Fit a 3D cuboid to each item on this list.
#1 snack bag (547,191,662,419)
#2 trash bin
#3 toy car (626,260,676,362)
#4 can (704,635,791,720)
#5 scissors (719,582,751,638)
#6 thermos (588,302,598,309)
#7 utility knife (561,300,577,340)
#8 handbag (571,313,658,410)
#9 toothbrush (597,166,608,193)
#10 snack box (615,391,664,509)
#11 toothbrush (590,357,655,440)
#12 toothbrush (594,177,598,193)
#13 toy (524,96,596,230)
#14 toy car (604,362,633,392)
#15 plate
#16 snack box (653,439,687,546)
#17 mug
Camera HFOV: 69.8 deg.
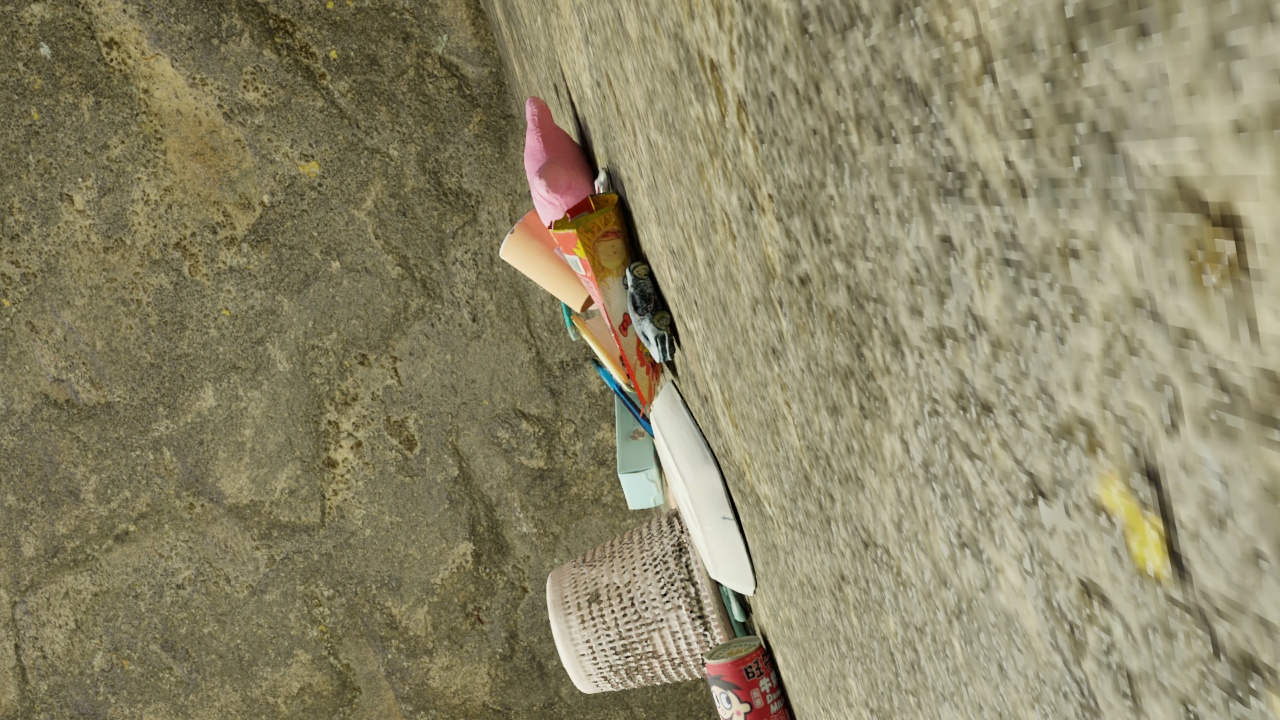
[{"bbox_3d":[-0.022,-0.057,0.919,0.128,0.073,0.208,-86,-24,-62],"label":"snack bag"},{"bbox_3d":[0.002,0.293,1.087,0.227,0.192,0.227,-17,-92,-86],"label":"trash bin"},{"bbox_3d":[0.006,-0.045,0.835,0.049,0.031,0.105,80,173,-51],"label":"toy car"},{"bbox_3d":[0.106,0.329,0.909,0.066,0.066,0.094,129,123,-85],"label":"can"},{"bbox_3d":[0.096,0.245,1.019,0.169,0.019,0.177,76,177,-54],"label":"scissors"},{"bbox_3d":[-0.067,-0.122,1.249,0.087,0.067,0.199,47,168,16],"label":"thermos"},{"bbox_3d":[-0.102,-0.092,1.228,0.209,0.013,0.029,-108,1,-49],"label":"utility knife"},{"bbox_3d":[-0.007,0.006,1.100,0.178,0.063,0.163,55,179,1],"label":"handbag"},{"bbox_3d":[-0.045,-0.133,0.983,0.188,0.017,0.016,96,170,-52],"label":"toothbrush"},{"bbox_3d":[-0.002,0.115,1.264,0.174,0.051,0.074,-94,-8,-50],"label":"snack box"},{"bbox_3d":[0.000,0.069,1.118,0.189,0.014,0.016,50,-174,8],"label":"toothbrush"},{"bbox_3d":[-0.039,-0.155,1.031,0.021,0.029,0.189,28,164,10],"label":"toothbrush"},{"bbox_3d":[-0.085,-0.191,1.065,0.178,0.075,0.194,58,-164,-54],"label":"toy"},{"bbox_3d":[-0.023,-0.005,1.239,0.121,0.053,0.045,82,-152,-46],"label":"toy car"},{"bbox_3d":[0.054,0.127,0.924,0.265,0.034,0.162,-117,9,-63],"label":"plate"},{"bbox_3d":[0.051,0.171,1.204,0.084,0.026,0.157,-114,7,-58],"label":"snack box"},{"bbox_3d":[-0.100,-0.118,1.117,0.123,0.078,0.078,40,171,8],"label":"mug"}]
